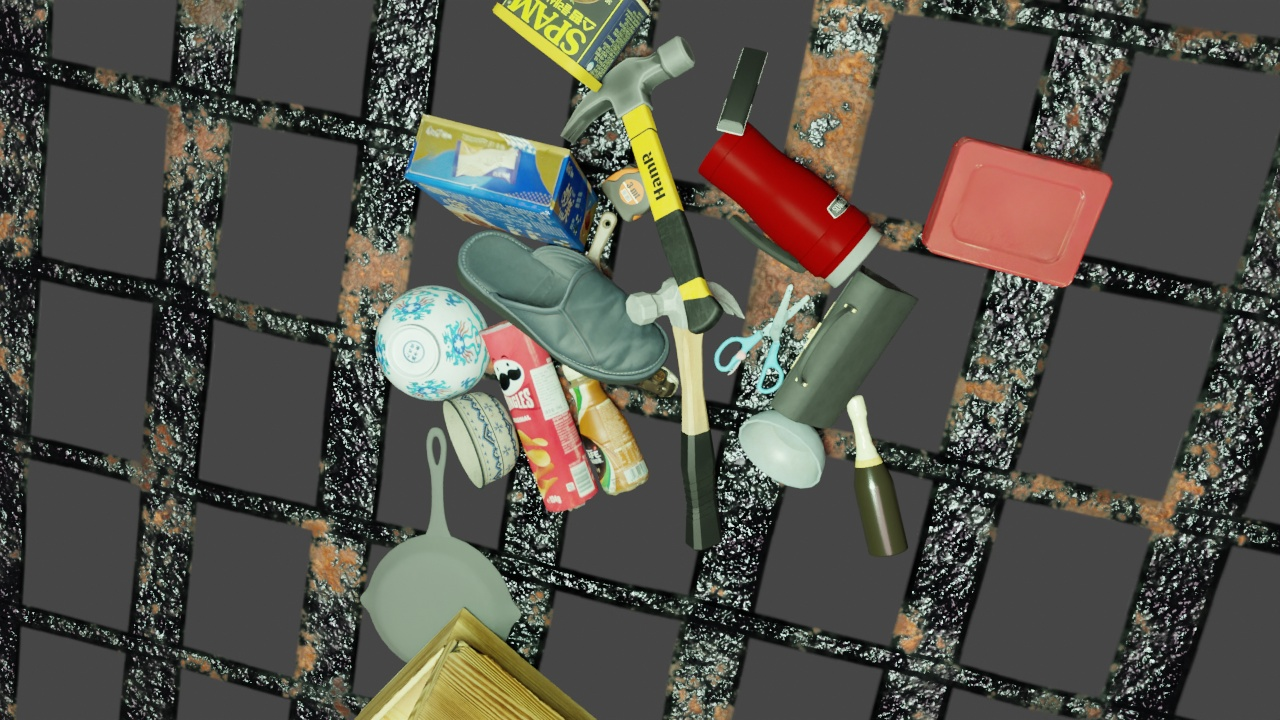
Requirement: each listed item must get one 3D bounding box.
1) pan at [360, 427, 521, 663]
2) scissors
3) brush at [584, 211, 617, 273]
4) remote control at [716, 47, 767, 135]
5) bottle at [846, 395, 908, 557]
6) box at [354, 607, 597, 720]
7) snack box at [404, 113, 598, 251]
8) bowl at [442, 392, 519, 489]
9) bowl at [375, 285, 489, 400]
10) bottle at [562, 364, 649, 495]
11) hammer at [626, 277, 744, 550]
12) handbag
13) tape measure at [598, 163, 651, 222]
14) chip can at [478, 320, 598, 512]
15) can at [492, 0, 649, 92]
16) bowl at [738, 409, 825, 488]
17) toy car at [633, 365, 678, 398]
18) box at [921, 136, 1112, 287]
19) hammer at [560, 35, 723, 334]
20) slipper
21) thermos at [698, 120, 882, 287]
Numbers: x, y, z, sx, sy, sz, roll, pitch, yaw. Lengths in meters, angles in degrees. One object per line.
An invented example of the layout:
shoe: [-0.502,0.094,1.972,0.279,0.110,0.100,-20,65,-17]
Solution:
pan: [-0.261,0.261,1.175,0.216,0.024,0.355,3,100,8]
scissors: [0.159,-0.019,1.064,0.143,0.015,0.095,-43,90,19]
brush: [-0.063,-0.105,1.084,0.039,0.012,0.151,26,103,4]
remote control: [0.110,-0.293,0.986,0.028,0.012,0.124,15,63,6]
bottle: [0.266,0.131,1.059,0.045,0.045,0.184,-13,91,11]
box: [-0.188,0.495,1.038,0.279,0.336,0.286,42,101,-5]
snack box: [-0.139,-0.183,0.981,0.155,0.202,0.069,15,88,6]
bowl: [-0.185,0.089,1.094,0.059,0.116,0.115,-22,97,-23]
bowl: [-0.260,-0.015,1.100,0.144,0.074,0.144,2,100,9]
bottle: [-0.046,0.075,1.089,0.059,0.059,0.167,-22,96,12]
hammer: [0.062,0.065,1.053,0.131,0.039,0.328,-15,111,-26]
handbag: [0.200,-0.013,0.959,0.072,0.195,0.176,36,104,18]
tape measure: [-0.006,-0.195,1.049,0.059,0.038,0.058,-35,93,27]
chip can: [-0.118,0.062,1.093,0.073,0.073,0.233,-18,98,11]
can: [-0.073,-0.378,0.995,0.135,0.075,0.104,41,101,16]
bowl: [0.168,0.095,1.051,0.106,0.107,0.039,42,59,0]
toy car: [-0.006,0.006,1.080,0.113,0.049,0.040,27,59,1]
box: [0.390,-0.157,0.963,0.157,0.097,0.130,16,107,6]
hammer: [0.019,-0.178,0.983,0.170,0.034,0.324,-25,71,24]
slipper: [-0.082,-0.070,1.023,0.265,0.084,0.108,32,62,-1]
thermos: [0.157,-0.164,1.009,0.198,0.083,0.108,41,132,2]
